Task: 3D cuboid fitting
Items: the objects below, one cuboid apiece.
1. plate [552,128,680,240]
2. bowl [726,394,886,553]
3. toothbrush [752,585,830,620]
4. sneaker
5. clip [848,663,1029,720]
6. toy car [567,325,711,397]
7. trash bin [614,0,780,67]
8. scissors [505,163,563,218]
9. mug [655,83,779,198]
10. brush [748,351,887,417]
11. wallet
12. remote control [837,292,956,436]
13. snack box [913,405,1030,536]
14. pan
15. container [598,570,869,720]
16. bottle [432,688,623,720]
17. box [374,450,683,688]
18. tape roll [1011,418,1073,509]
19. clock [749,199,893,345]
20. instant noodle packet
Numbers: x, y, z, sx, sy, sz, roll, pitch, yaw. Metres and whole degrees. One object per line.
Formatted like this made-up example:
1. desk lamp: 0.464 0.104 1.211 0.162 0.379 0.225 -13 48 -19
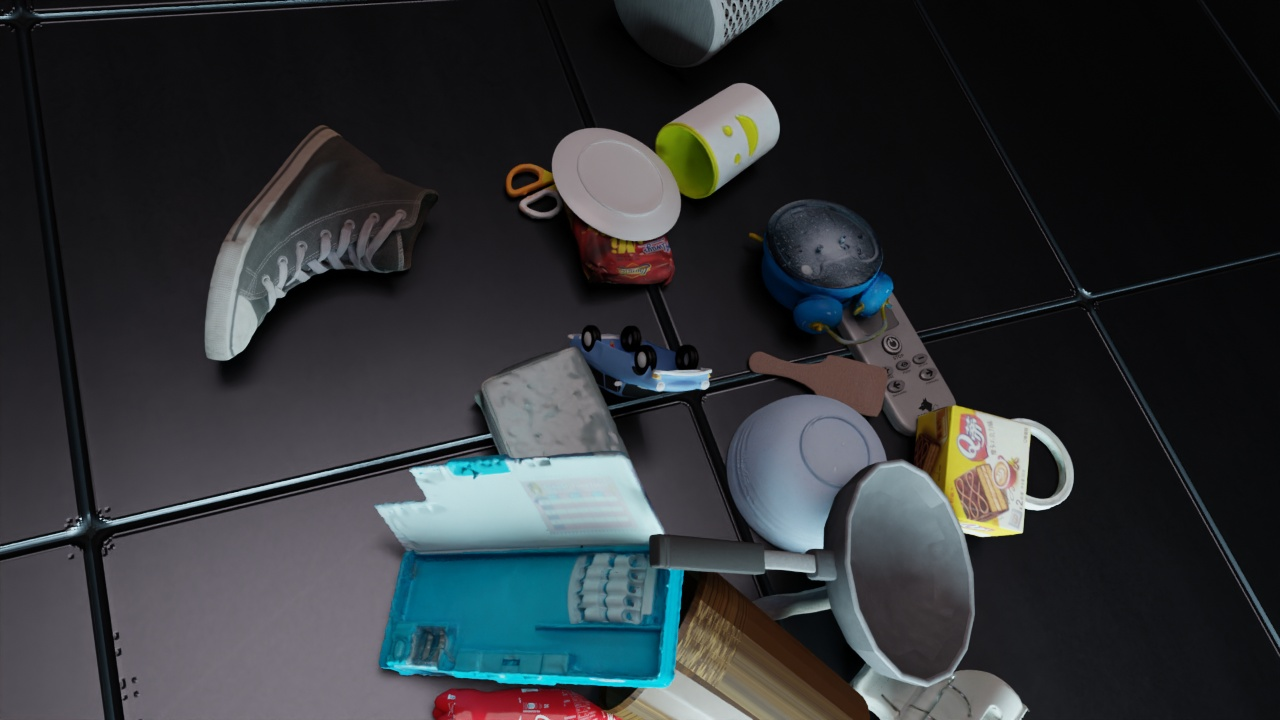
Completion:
1. plate: -0.020 -0.174 0.881 0.134 0.011 0.134 13 57 -21
2. bowl: 0.159 0.092 0.818 0.150 0.075 0.150 6 64 -13
3. toothbrush: 0.115 0.210 0.781 0.185 0.022 0.024 -7 31 -17
4. sneaker: -0.269 -0.085 0.774 0.120 0.095 0.234 25 54 -3
5. clip: 0.245 0.297 0.744 0.126 0.105 0.152 -38 90 -30
6. toy car: -0.005 0.005 0.784 0.056 0.153 0.055 -1 103 -35
7. trash bin: 0.077 -0.428 1.000 0.156 0.157 0.182 40 64 5
8. scissors: -0.073 -0.181 0.917 0.128 0.013 0.065 -27 79 -27
9. mug: 0.079 -0.227 0.944 0.082 0.083 0.106 46 61 8
10. brush: 0.170 0.017 0.890 0.135 0.015 0.050 14 82 -2
11. wallet: -0.073 0.063 0.779 0.100 0.054 0.131 -21 74 -15
12. remote control: 0.257 0.002 0.921 0.074 0.019 0.151 -18 71 -23
13. snack box: 0.305 0.103 0.853 0.083 0.061 0.105 14 74 -10
14. pan: 0.140 0.155 0.694 0.356 0.041 0.178 14 66 -39
15. container: 0.074 0.249 0.692 0.167 0.132 0.131 36 61 -5
16. bottle: -0.082 0.266 0.684 0.141 0.042 0.041 5 64 -14
17. box: -0.086 0.145 0.654 0.228 0.084 0.171 -6 93 24
18. tape roll: 0.387 0.103 0.914 0.093 0.013 0.093 6 64 -13
19. clock: 0.183 -0.086 0.907 0.116 0.060 0.161 -17 62 -20
20. instant noodle packet: -0.023 -0.133 0.890 0.098 0.040 0.135 -3 64 -33
